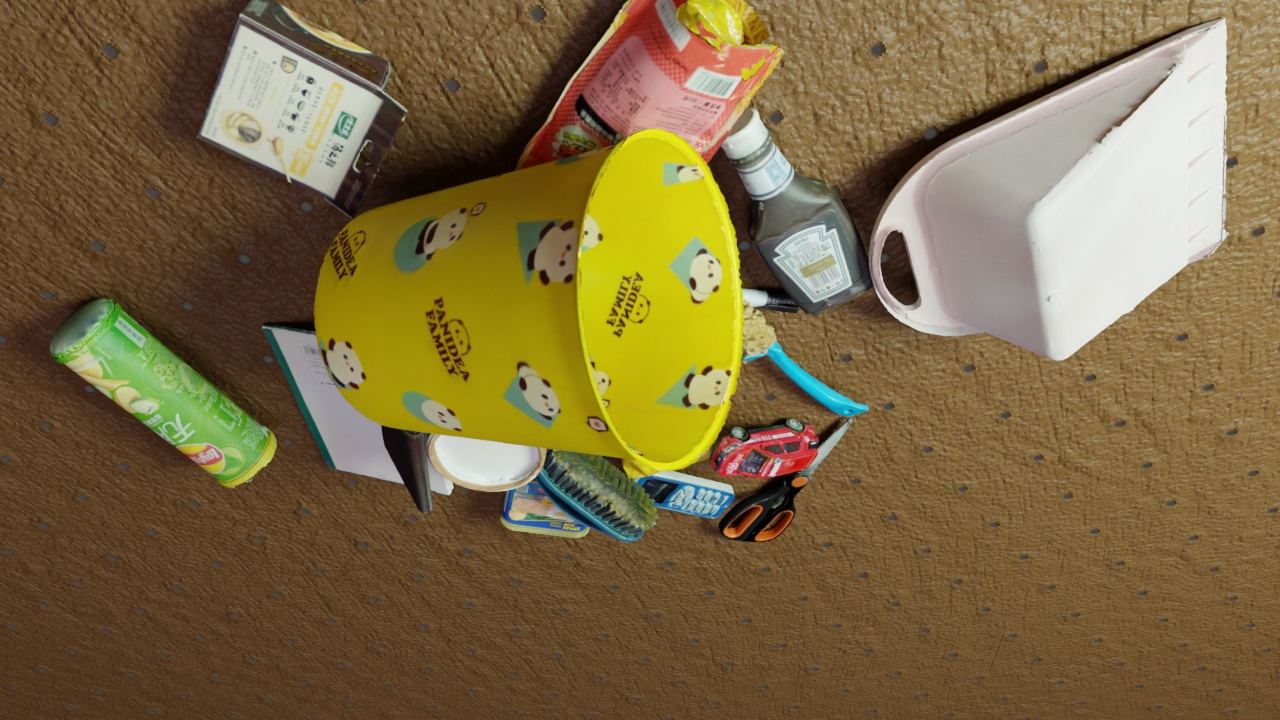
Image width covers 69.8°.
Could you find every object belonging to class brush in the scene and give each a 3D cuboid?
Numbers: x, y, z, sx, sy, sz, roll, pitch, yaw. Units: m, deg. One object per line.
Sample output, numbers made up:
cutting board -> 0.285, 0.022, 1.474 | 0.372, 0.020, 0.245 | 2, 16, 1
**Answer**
brush -> 0.134, 0.006, 0.870 | 0.254, 0.045, 0.083 | 29, 141, -35
brush -> -0.053, 0.135, 0.931 | 0.144, 0.055, 0.074 | 40, 130, -16

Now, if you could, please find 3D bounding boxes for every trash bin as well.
trash bin -> -0.084, -0.037, 0.685 | 0.256, 0.229, 0.230 | -2, 138, 31

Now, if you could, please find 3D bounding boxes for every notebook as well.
notebook -> -0.277, 0.052, 0.916 | 0.150, 0.012, 0.209 | 9, 135, 15

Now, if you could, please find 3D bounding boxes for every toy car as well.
toy car -> 0.129, 0.094, 0.940 | 0.120, 0.045, 0.053 | -5, 137, -25

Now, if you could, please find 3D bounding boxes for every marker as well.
marker -> 0.081, -0.056, 0.830 | 0.130, 0.022, 0.018 | 2, 141, -4

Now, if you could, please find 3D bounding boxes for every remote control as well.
remote control -> 0.042, 0.144, 1.016 | 0.124, 0.024, 0.049 | 16, 129, -24

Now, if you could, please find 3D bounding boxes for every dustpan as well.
dustpan -> 0.330, -0.126, 0.748 | 0.273, 0.139, 0.223 | -38, 130, -13

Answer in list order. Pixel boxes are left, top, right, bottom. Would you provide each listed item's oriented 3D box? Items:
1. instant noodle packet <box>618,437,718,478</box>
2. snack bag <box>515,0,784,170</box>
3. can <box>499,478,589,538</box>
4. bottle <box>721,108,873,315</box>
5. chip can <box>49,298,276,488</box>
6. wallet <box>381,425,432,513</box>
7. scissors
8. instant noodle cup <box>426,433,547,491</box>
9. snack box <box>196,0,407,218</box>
instant noodle packet -> 0.026, 0.075, 0.920 | 0.111, 0.044, 0.128 | -12, 151, -2
snack bag -> 0.003, -0.181, 0.683 | 0.128, 0.073, 0.208 | 28, 133, -15
can -> -0.097, 0.143, 1.002 | 0.102, 0.057, 0.083 | 9, 131, -9
bottle -> 0.123, -0.121, 0.753 | 0.080, 0.044, 0.195 | -27, 128, 19
chip can -> -0.455, 0.034, 0.884 | 0.073, 0.072, 0.221 | -20, 131, 18
wallet -> -0.222, 0.074, 0.854 | 0.020, 0.096, 0.123 | -21, 144, -26
scissors -> 0.180, 0.137, 1.025 | 0.235, 0.021, 0.125 | -39, 133, 26
instant noodle cup -> -0.143, 0.052, 0.876 | 0.138, 0.108, 0.138 | 0, 135, 0
snack box -> -0.248, -0.185, 0.682 | 0.125, 0.053, 0.113 | 24, 129, -23
